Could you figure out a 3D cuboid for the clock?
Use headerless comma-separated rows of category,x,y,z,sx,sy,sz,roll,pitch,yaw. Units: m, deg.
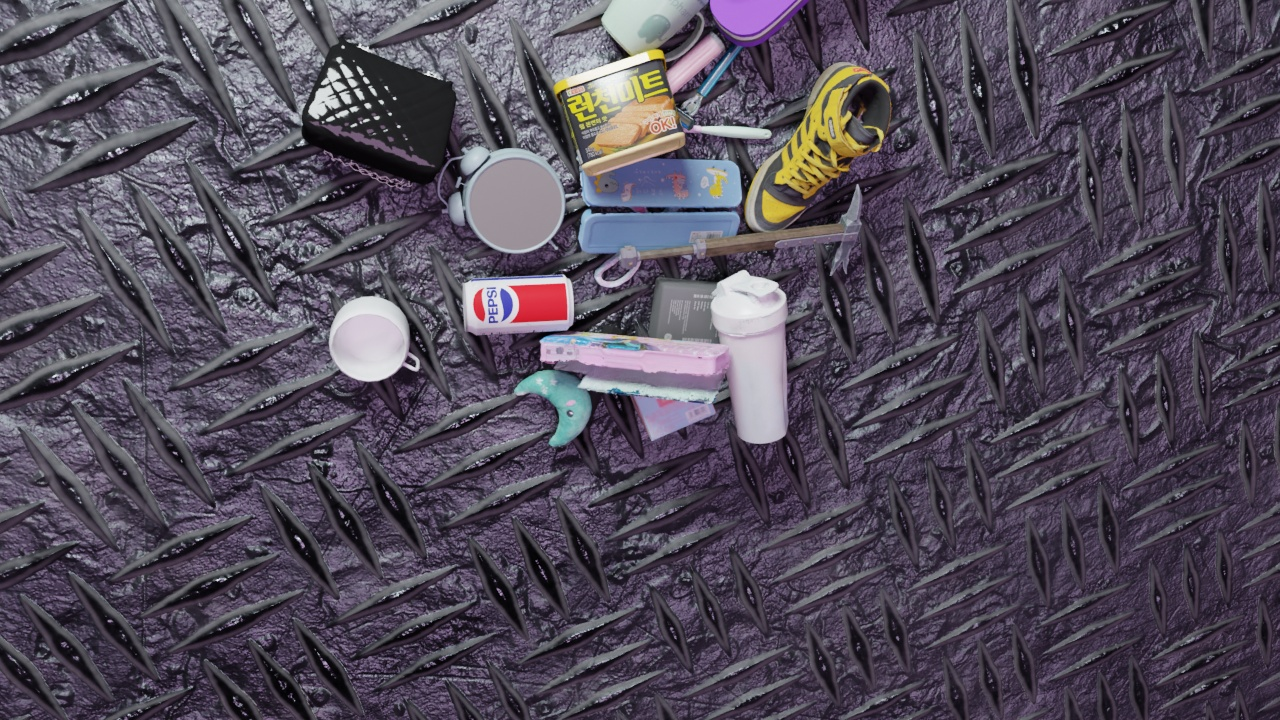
clock,-0.163,-0.194,1.102,0.159,0.045,0.123,17,106,-20

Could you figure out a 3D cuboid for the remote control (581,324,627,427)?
remote control,-0.058,0.020,1.228,0.033,0.015,0.147,17,106,-19

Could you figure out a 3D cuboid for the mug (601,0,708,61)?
mug,0.022,-0.394,1.050,0.104,0.084,0.111,-43,135,17

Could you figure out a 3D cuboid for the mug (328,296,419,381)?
mug,-0.320,-0.022,1.120,0.115,0.068,0.094,33,101,-22

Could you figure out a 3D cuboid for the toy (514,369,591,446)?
toy,-0.108,0.058,1.214,0.085,0.033,0.105,-29,101,9

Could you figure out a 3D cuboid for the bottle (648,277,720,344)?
bottle,0.103,-0.060,1.216,0.173,0.046,0.084,2,111,-14

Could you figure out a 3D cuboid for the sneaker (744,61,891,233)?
sneaker,0.222,-0.251,1.128,0.086,0.122,0.239,25,103,-19

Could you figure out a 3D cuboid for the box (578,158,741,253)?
box,0.026,-0.190,1.137,0.209,0.043,0.125,-3,112,-18

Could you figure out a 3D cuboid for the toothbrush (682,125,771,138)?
toothbrush,0.090,-0.286,1.141,0.154,0.015,0.022,1,112,-14

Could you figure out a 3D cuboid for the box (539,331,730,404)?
box,-0.007,0.009,1.137,0.231,0.084,0.071,5,100,21

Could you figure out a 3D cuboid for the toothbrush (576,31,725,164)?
toothbrush,0.009,-0.312,1.105,0.223,0.026,0.027,-40,136,5

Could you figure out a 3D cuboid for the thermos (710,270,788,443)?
thermos,0.143,-0.003,1.173,0.099,0.099,0.221,-14,119,-8

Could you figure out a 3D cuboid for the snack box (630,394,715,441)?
snack box,0.034,0.038,1.213,0.093,0.094,0.079,-23,114,-3

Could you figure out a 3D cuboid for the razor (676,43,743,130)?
razor,0.090,-0.346,1.115,0.042,0.022,0.144,40,95,12

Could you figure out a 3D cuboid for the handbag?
handbag,-0.290,-0.275,1.032,0.153,0.115,0.125,17,83,-16

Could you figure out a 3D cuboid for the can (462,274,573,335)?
can,-0.153,-0.069,1.140,0.132,0.070,0.070,-4,112,-12

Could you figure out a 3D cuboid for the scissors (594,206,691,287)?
scissors,-0.006,-0.167,1.168,0.170,0.013,0.177,36,97,-26

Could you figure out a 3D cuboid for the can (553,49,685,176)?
can,-0.021,-0.282,1.058,0.131,0.072,0.101,-17,91,4

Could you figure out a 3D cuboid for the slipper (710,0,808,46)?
slipper,0.199,-0.459,1.060,0.266,0.084,0.107,-42,73,4

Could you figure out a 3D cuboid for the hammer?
hammer,0.127,-0.150,1.158,0.316,0.028,0.147,-8,143,-11
